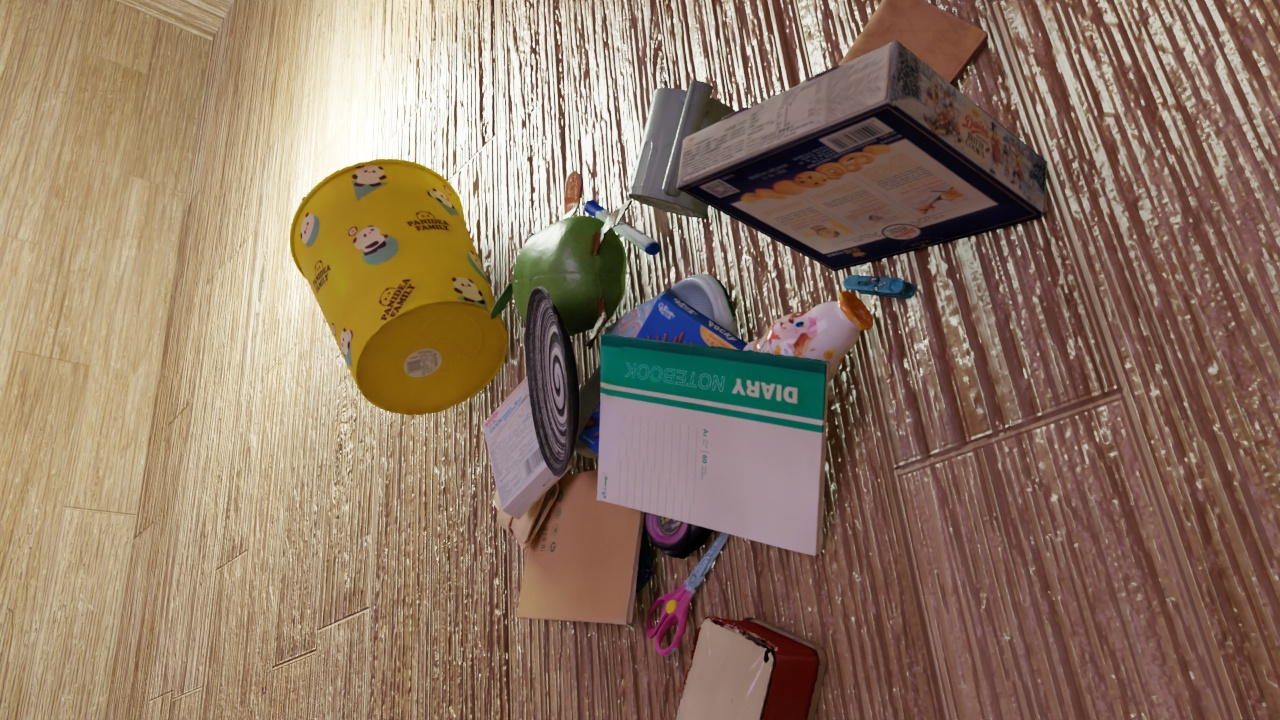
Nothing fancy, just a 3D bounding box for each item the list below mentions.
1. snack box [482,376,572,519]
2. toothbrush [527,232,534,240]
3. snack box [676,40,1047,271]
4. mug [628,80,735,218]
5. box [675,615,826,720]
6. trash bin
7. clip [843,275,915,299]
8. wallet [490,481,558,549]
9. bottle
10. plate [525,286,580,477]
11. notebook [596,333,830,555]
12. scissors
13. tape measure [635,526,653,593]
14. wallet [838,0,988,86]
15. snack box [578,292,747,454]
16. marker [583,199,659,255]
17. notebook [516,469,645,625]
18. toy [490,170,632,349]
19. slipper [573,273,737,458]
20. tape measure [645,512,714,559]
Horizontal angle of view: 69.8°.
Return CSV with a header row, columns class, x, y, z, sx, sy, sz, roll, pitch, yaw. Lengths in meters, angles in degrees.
class,x,y,z,sx,sy,sz,roll,pitch,yaw
snack box,-0.124,0.089,0.981,0.085,0.027,0.156,-46,32,13
toothbrush,-0.120,-0.068,1.083,0.014,0.016,0.189,-24,62,33
snack box,0.151,-0.127,0.634,0.178,0.182,0.045,-12,66,49
mug,0.039,-0.196,0.858,0.124,0.083,0.103,-88,14,-87
box,0.065,0.280,0.677,0.091,0.076,0.168,10,84,51
trash bin,-0.292,-0.084,1.140,0.230,0.229,0.255,-52,49,25
clip,0.182,-0.057,0.701,0.057,0.043,0.014,10,87,52
wallet,-0.130,0.146,0.993,0.115,0.024,0.087,34,104,58
bottle,0.129,-0.009,0.715,0.109,0.063,0.063,-41,48,33
plate,-0.080,0.019,0.863,0.180,0.024,0.179,174,90,-72
notebook,0.051,0.062,0.738,0.209,0.012,0.150,8,103,35
scissors,0.044,0.190,0.786,0.133,0.017,0.057,-60,31,11
tape measure,-0.009,0.186,0.842,0.055,0.025,0.058,-50,36,33
wallet,0.209,-0.237,0.737,0.101,0.020,0.115,-55,44,20
snack box,0.017,0.029,0.790,0.084,0.026,0.157,35,112,13
marker,-0.021,-0.143,0.983,0.146,0.017,0.017,41,109,49
notebook,-0.060,0.179,0.893,0.208,0.008,0.147,-19,58,53
toy,-0.074,-0.085,0.958,0.247,0.089,0.227,5,88,61
slipper,-0.005,0.005,0.865,0.246,0.074,0.104,-44,46,34
tape measure,0.035,0.139,0.795,0.057,0.039,0.058,-51,49,21
